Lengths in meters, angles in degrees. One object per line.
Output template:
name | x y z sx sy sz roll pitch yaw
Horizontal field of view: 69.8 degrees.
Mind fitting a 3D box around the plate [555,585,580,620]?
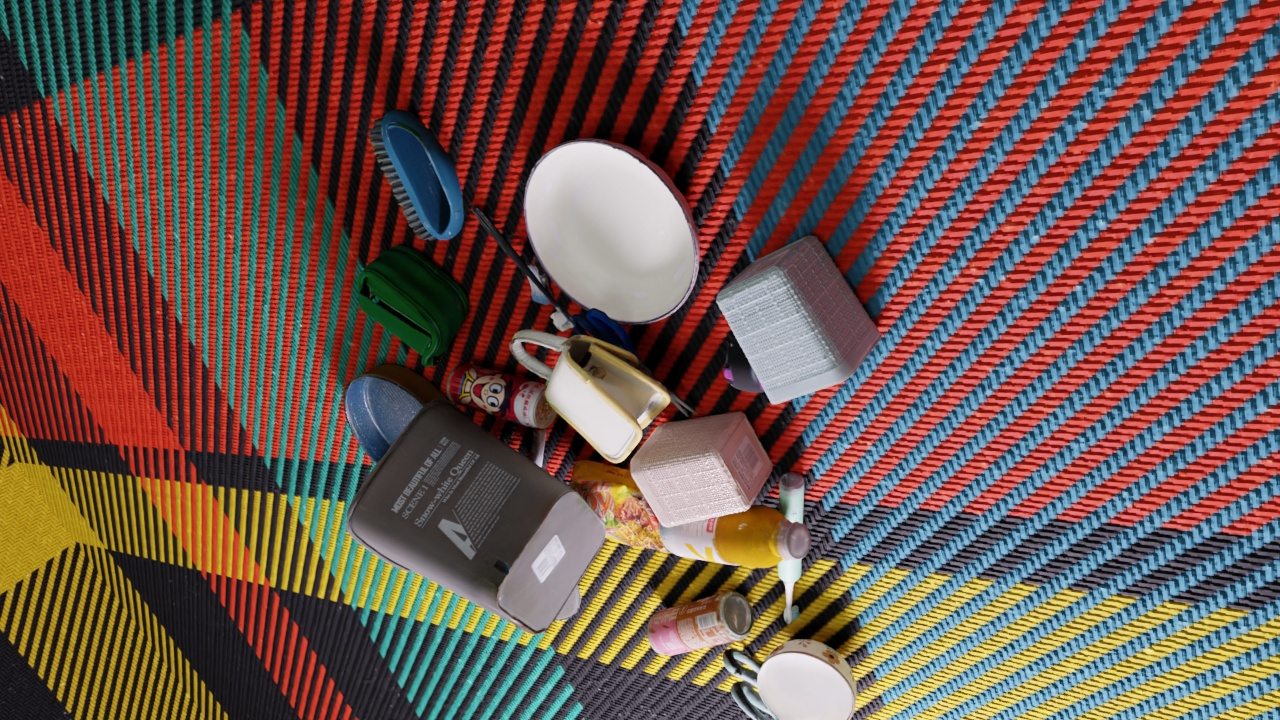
plate | -0.168 0.316 1.332 0.179 0.024 0.180 20 131 24

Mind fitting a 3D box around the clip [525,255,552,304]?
clip | -0.110 -0.086 0.990 0.025 0.032 0.057 19 135 28

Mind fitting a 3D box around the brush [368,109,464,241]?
brush | -0.227 -0.195 0.965 0.074 0.055 0.144 -4 119 38

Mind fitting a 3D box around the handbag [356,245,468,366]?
handbag | -0.275 -0.064 1.099 0.131 0.067 0.120 39 143 4

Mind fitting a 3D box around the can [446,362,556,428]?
can | -0.166 0.042 1.102 0.133 0.053 0.053 14 129 28

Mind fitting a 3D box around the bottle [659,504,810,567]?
bottle | 0.100 0.185 0.986 0.190 0.067 0.068 -5 119 51

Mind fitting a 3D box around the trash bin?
trash bin | -0.182 0.190 1.078 0.220 0.198 0.199 23 160 31

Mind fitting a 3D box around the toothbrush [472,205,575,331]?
toothbrush | -0.127 -0.099 0.963 0.181 0.018 0.016 51 155 18

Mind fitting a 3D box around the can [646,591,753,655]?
can | 0.073 0.329 1.142 0.058 0.057 0.148 51 136 -8

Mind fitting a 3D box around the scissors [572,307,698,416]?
scissors | 0.001 0.003 0.948 0.172 0.012 0.133 31 158 8

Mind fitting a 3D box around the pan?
pan | -0.287 0.168 1.267 0.198 0.078 0.357 -22 107 44

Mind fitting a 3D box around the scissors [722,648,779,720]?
scissors | 0.167 0.415 1.142 0.180 0.143 0.019 32 107 -31

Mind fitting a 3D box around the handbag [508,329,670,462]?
handbag | -0.061 0.018 0.972 0.179 0.063 0.164 40 157 3

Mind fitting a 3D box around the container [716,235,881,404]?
container | 0.135 -0.038 0.801 0.090 0.089 0.111 -24 103 44

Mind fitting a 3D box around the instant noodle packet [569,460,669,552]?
instant noodle packet | -0.024 0.177 1.111 0.129 0.044 0.111 5 120 34

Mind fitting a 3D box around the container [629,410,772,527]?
container | 0.067 0.112 0.963 0.111 0.089 0.090 -16 111 40

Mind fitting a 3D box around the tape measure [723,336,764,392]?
tape measure | 0.105 0.001 0.872 0.039 0.057 0.058 7 102 34

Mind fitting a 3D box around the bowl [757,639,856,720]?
bowl | 0.199 0.370 1.072 0.113 0.062 0.113 9 114 22

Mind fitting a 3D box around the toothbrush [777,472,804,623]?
toothbrush | 0.165 0.215 1.012 0.026 0.027 0.225 -129 28 -51

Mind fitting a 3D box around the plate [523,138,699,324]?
plate | -0.024 -0.126 0.882 0.192 0.038 0.193 19 132 23

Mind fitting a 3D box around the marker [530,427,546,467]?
marker | -0.133 0.132 1.173 0.017 0.017 0.145 27 134 17
